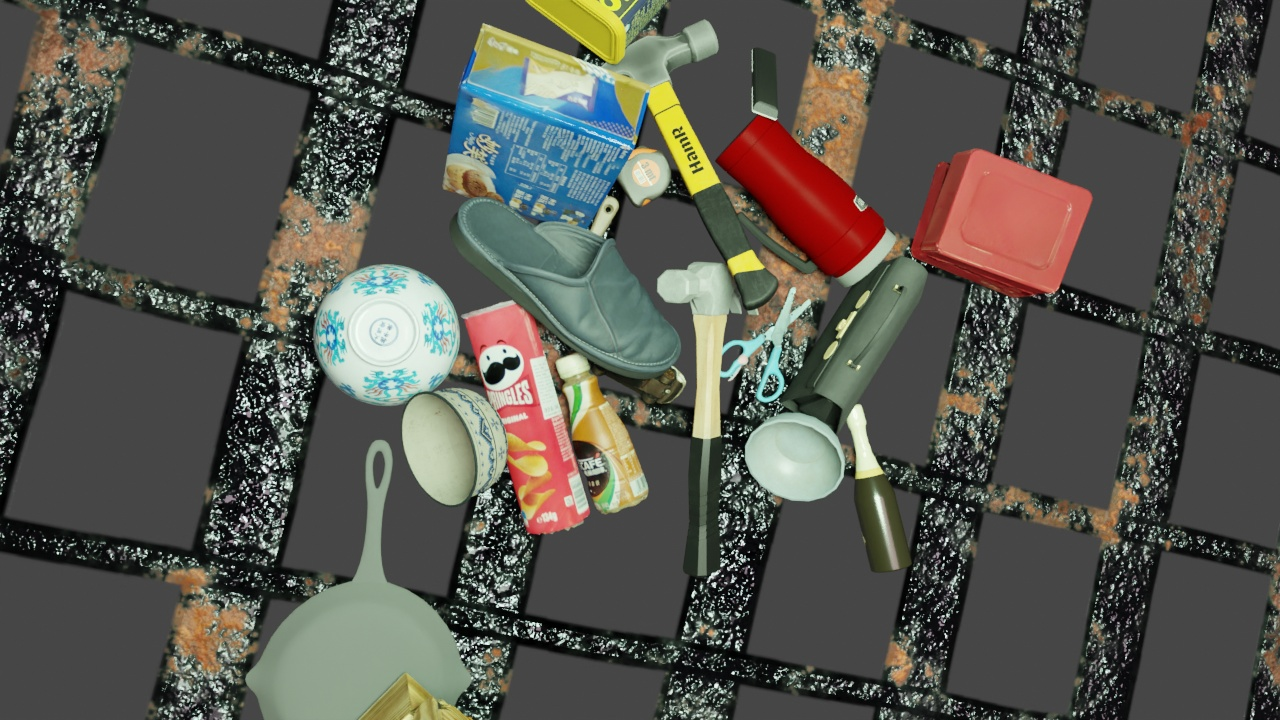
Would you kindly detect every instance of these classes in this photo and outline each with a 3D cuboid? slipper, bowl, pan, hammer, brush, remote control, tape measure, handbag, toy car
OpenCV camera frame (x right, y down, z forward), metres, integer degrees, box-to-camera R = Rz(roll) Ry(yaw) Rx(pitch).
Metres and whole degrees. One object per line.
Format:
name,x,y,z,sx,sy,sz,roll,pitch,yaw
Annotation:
slipper,-0.057,-0.084,0.900,0.265,0.084,0.108,36,41,-13
bowl,-0.176,0.079,0.899,0.059,0.116,0.115,-19,94,-47
pan,-0.273,0.258,0.914,0.216,0.024,0.354,5,88,-12
hammer,0.069,0.063,0.955,0.130,0.039,0.328,-9,103,-49
hammer,0.050,-0.191,0.921,0.170,0.034,0.324,-24,70,0
bowl,-0.249,-0.026,0.896,0.144,0.074,0.144,0,89,-12
brush,-0.061,-0.106,0.970,0.039,0.012,0.151,29,84,-10
remote control,0.133,-0.298,0.977,0.028,0.012,0.124,17,46,-12
bowl,0.169,0.097,0.985,0.106,0.107,0.039,45,37,-8
tape measure,0.003,-0.198,0.975,0.059,0.038,0.058,-33,96,3
handbag,0.230,-0.023,0.932,0.072,0.196,0.175,32,82,6
toy car,-0.006,0.006,0.966,0.113,0.049,0.040,30,39,-13

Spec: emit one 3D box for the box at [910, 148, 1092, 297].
box,0.403,-0.153,1.032,0.157,0.098,0.129,18,90,-12

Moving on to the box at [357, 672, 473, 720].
box,-0.152,0.468,0.771,0.285,0.337,0.279,-45,103,-12

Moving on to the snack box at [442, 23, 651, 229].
snack box,-0.096,-0.206,0.862,0.155,0.203,0.069,17,72,-11

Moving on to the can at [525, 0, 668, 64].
can,-0.043,-0.390,0.935,0.135,0.075,0.104,38,79,6

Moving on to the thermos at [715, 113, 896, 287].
thermos,0.169,-0.165,0.991,0.198,0.083,0.108,43,110,-6

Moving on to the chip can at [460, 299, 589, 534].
chip can,-0.114,0.056,0.927,0.073,0.073,0.233,-16,94,-12

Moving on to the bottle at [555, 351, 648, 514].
bottle,-0.045,0.073,0.947,0.059,0.059,0.167,-21,94,-12

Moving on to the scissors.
scissors,0.153,-0.013,1.015,0.142,0.015,0.095,-41,97,-4

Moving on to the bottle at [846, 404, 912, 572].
bottle,0.257,0.140,1.021,0.045,0.045,0.184,-11,85,-12
